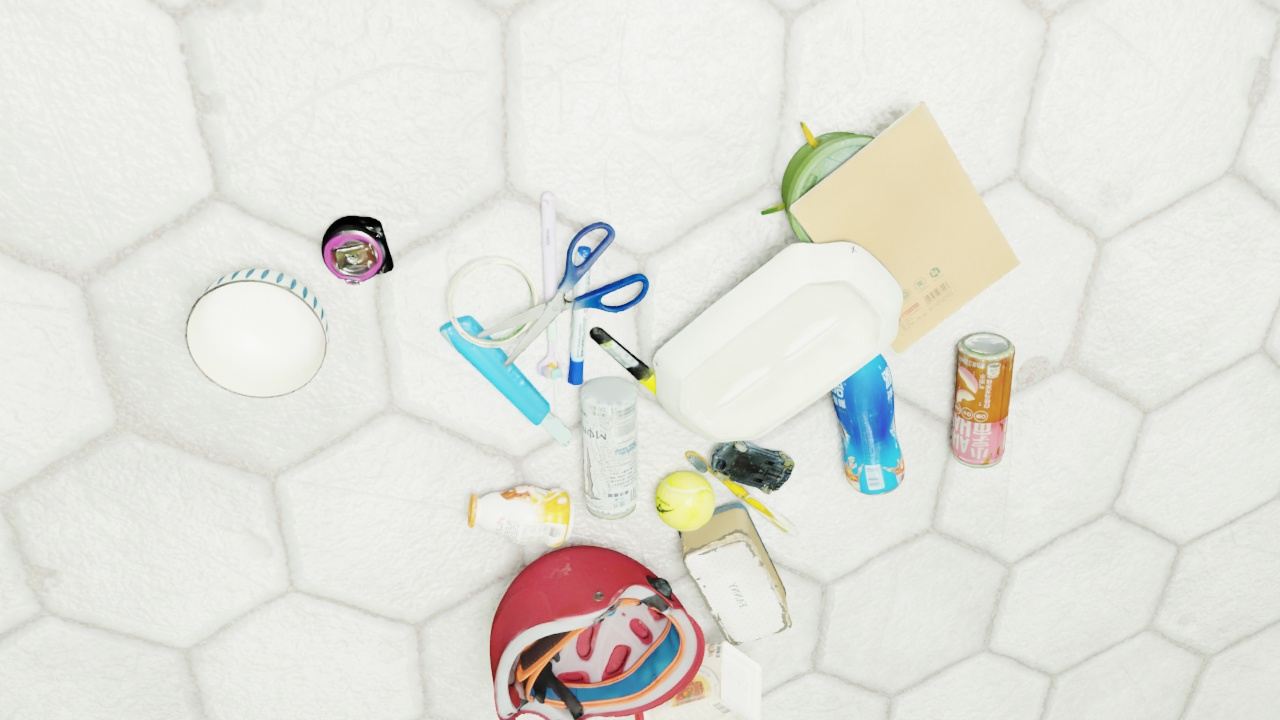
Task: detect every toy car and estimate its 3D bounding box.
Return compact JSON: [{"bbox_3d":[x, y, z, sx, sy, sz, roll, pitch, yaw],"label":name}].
[{"bbox_3d":[0.121,0.113,1.011,0.105,0.031,0.049,20,110,-29],"label":"toy car"}]

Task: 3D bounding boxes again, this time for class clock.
[{"bbox_3d":[0.204,-0.155,0.867,0.161,0.056,0.116,14,115,-19],"label":"clock"}]

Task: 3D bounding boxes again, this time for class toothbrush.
[{"bbox_3d":[-0.087,-0.068,0.876,0.029,0.021,0.189,5,117,8],"label":"toothbrush"},{"bbox_3d":[0.119,0.156,1.042,0.191,0.018,0.016,38,107,-26],"label":"toothbrush"}]

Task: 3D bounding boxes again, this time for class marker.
[{"bbox_3d":[-0.006,0.005,0.937,0.018,0.015,0.124,-39,116,21],"label":"marker"},{"bbox_3d":[-0.060,-0.042,0.898,0.017,0.017,0.146,0,119,-12],"label":"marker"}]

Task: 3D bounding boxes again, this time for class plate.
[{"bbox_3d":[0.132,-0.004,0.896,0.266,0.034,0.162,-38,118,24],"label":"plate"}]

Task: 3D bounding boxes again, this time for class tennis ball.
[{"bbox_3d":[0.049,0.153,0.999,0.065,0.065,0.066,-5,119,-9],"label":"tennis ball"}]

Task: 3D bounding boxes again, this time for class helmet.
[{"bbox_3d":[-0.056,0.293,1.015,0.239,0.144,0.207,21,113,-37],"label":"helmet"}]

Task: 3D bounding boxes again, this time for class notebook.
[{"bbox_3d":[0.252,-0.116,0.860,0.148,0.008,0.207,-39,119,10],"label":"notebook"}]

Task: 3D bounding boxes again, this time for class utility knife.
[{"bbox_3d":[-0.127,0.025,0.918,0.034,0.018,0.188,-39,118,2],"label":"utility knife"}]

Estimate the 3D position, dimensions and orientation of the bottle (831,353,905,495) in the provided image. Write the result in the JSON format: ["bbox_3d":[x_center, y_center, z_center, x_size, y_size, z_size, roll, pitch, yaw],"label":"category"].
[{"bbox_3d":[0.238,0.044,0.979,0.065,0.065,0.219,-18,119,-2],"label":"bottle"}]

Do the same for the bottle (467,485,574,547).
[{"bbox_3d":[-0.126,0.163,0.970,0.108,0.063,0.063,7,117,-16],"label":"bottle"}]

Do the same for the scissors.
[{"bbox_3d":[-0.066,-0.056,0.869,0.160,0.012,0.164,11,115,-26],"label":"scissors"}]

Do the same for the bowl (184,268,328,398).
[{"bbox_3d":[-0.336,-0.032,0.818,0.116,0.066,0.117,-5,120,-8],"label":"bowl"}]

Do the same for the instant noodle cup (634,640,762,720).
[{"bbox_3d":[0.073,0.397,1.094,0.124,0.116,0.116,-29,124,34],"label":"instant noodle cup"}]

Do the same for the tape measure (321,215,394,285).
[{"bbox_3d":[-0.253,-0.098,0.814,0.058,0.039,0.057,-10,120,-6],"label":"tape measure"}]

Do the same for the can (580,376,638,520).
[{"bbox_3d":[-0.032,0.092,0.953,0.058,0.058,0.147,-5,119,-9],"label":"can"}]

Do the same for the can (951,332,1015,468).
[{"bbox_3d":[0.376,0.045,1.010,0.058,0.058,0.147,-11,120,-6],"label":"can"}]

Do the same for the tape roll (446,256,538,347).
[{"bbox_3d":[-0.139,-0.055,0.865,0.085,0.014,0.086,-6,110,-19],"label":"tape roll"}]

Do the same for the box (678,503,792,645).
[{"bbox_3d":[0.108,0.246,1.060,0.090,0.061,0.184,-19,120,10],"label":"box"}]
